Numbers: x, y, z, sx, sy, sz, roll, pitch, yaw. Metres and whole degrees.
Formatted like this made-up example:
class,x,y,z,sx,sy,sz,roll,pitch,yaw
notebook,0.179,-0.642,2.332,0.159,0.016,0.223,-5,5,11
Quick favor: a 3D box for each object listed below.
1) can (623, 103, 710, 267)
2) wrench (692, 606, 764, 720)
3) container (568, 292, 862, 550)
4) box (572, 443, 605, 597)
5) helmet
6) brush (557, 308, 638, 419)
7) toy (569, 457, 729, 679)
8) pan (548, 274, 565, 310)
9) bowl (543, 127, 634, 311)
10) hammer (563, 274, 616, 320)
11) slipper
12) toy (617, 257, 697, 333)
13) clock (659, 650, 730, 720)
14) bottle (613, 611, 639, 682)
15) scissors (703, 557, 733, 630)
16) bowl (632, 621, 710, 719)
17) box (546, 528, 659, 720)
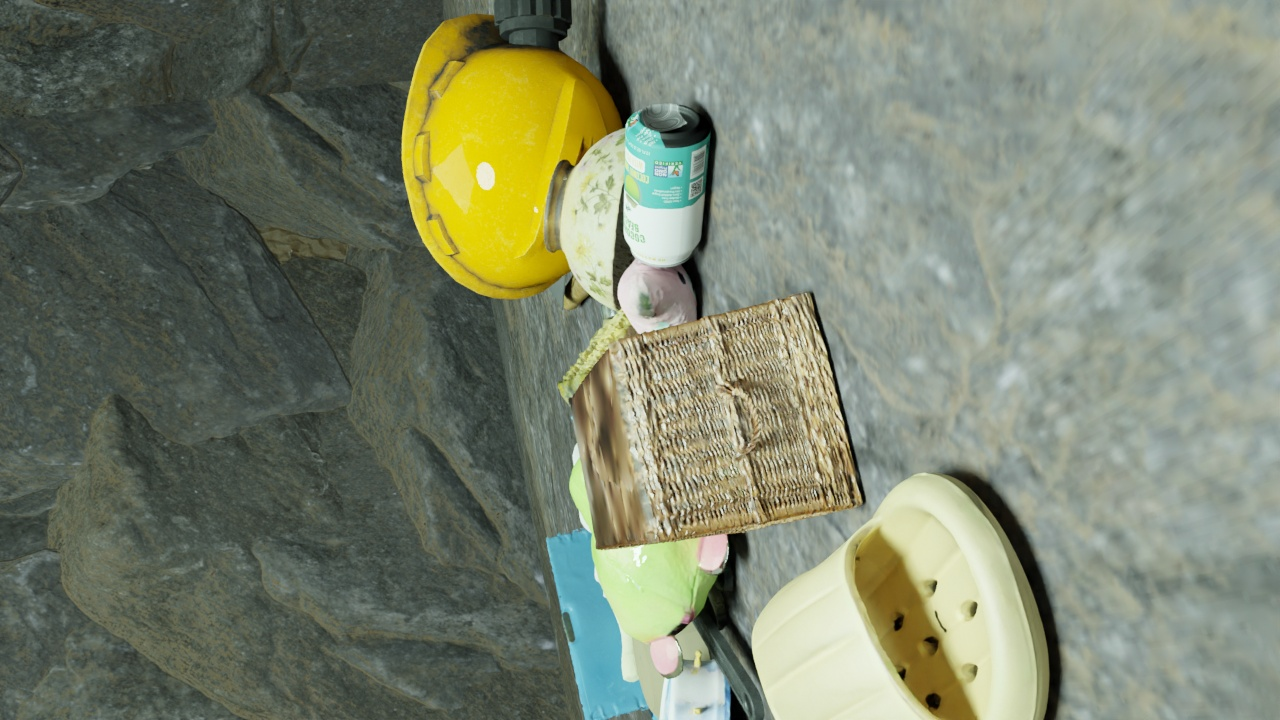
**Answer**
class,x,y,z,sx,sy,sz,roll,pitch,yaw
can,0.016,-0.116,0.616,0.055,0.055,0.102,-111,17,-44
wrench,0.047,0.209,0.756,0.273,0.018,0.073,-135,36,-69
container,0.031,0.048,0.538,0.199,0.112,0.113,128,131,-72
box,-0.023,0.163,0.959,0.136,0.084,0.147,-122,24,-47
helmet,-0.084,-0.181,0.790,0.131,0.204,0.255,5,98,49
brush,-0.004,0.004,0.724,0.075,0.056,0.135,55,-141,-21
toy,0.000,0.128,0.730,0.196,0.107,0.150,-108,35,-60
pan,-0.097,-0.176,1.065,0.355,0.024,0.216,146,124,-80
bowl,-0.035,-0.112,0.703,0.145,0.063,0.145,12,-92,-84
hammer,-0.062,-0.096,1.053,0.331,0.033,0.132,161,98,-78
slipper,0.094,0.152,0.416,0.262,0.079,0.111,97,157,-53
toy,0.014,-0.050,0.680,0.099,0.053,0.095,59,-156,-47
clock,0.043,0.302,0.765,0.088,0.052,0.126,-85,4,-53
bottle,-0.016,0.255,0.993,0.045,0.045,0.184,95,171,-49
scissors,0.049,0.141,0.766,0.150,0.012,0.164,129,132,-73
bowl,0.026,0.291,0.887,0.152,0.050,0.152,170,91,-78
box,-0.036,0.306,1.038,0.094,0.112,0.231,95,161,-47
